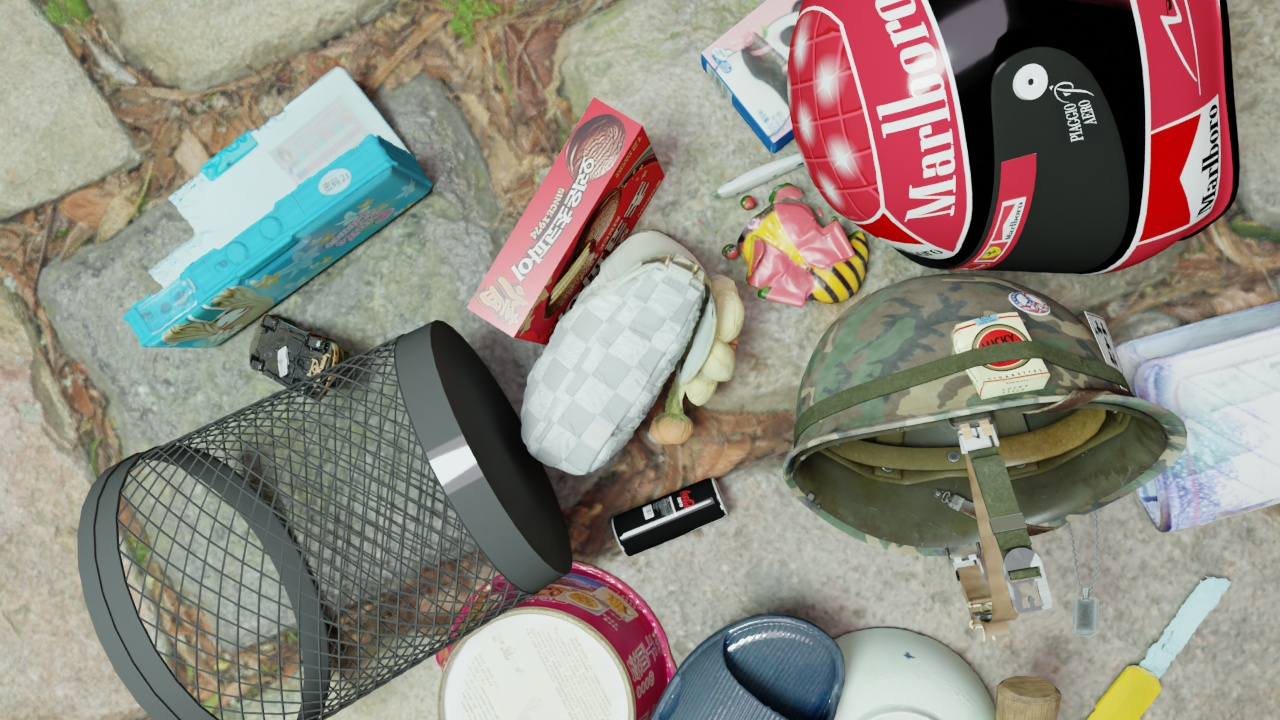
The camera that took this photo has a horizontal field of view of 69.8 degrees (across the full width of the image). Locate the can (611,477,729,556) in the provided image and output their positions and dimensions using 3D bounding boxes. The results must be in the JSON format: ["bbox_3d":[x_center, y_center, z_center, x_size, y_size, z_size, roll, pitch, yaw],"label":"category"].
[{"bbox_3d":[0.022,0.113,0.666,0.080,0.031,0.031,-23,85,6],"label":"can"}]

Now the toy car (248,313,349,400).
[{"bbox_3d":[-0.254,0.000,0.700,0.112,0.047,0.047,20,90,37],"label":"toy car"}]

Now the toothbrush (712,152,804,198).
[{"bbox_3d":[0.139,-0.161,0.668,0.189,0.016,0.017,-24,75,6],"label":"toothbrush"}]

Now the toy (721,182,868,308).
[{"bbox_3d":[0.112,-0.077,0.656,0.103,0.046,0.084,21,78,3],"label":"toy"}]

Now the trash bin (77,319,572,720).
[{"bbox_3d":[-0.189,0.109,0.608,0.227,0.218,0.217,-28,85,2],"label":"trash bin"}]

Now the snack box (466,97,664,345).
[{"bbox_3d":[-0.045,-0.086,0.630,0.036,0.132,0.152,32,92,7],"label":"snack box"}]

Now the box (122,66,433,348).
[{"bbox_3d":[-0.286,-0.116,0.684,0.227,0.097,0.117,-34,86,5],"label":"box"}]

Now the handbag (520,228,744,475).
[{"bbox_3d":[-0.004,0.004,0.635,0.123,0.112,0.172,32,101,-15],"label":"handbag"}]

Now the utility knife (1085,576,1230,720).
[{"bbox_3d":[0.329,0.240,0.627,0.030,0.019,0.228,35,98,2],"label":"utility knife"}]

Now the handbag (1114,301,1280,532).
[{"bbox_3d":[0.402,0.033,0.603,0.159,0.069,0.126,-16,100,7],"label":"handbag"}]

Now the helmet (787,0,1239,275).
[{"bbox_3d":[0.205,-0.163,0.554,0.224,0.197,0.271,-20,105,-6],"label":"helmet"}]

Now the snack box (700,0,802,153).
[{"bbox_3d":[0.130,-0.232,0.662,0.154,0.033,0.088,-38,85,5],"label":"snack box"}]

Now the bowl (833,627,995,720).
[{"bbox_3d":[0.172,0.266,0.621,0.153,0.073,0.153,0,90,7],"label":"bowl"}]

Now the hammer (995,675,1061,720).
[{"bbox_3d":[0.235,0.341,0.583,0.132,0.040,0.306,0,105,-2],"label":"hammer"}]

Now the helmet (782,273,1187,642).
[{"bbox_3d":[0.202,0.058,0.554,0.225,0.193,0.235,5,58,21],"label":"helmet"}]

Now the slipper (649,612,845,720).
[{"bbox_3d":[0.034,0.276,0.573,0.101,0.082,0.263,34,92,4],"label":"slipper"}]

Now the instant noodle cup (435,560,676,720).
[{"bbox_3d":[-0.068,0.237,0.651,0.179,0.077,0.178,0,88,8],"label":"instant noodle cup"}]
